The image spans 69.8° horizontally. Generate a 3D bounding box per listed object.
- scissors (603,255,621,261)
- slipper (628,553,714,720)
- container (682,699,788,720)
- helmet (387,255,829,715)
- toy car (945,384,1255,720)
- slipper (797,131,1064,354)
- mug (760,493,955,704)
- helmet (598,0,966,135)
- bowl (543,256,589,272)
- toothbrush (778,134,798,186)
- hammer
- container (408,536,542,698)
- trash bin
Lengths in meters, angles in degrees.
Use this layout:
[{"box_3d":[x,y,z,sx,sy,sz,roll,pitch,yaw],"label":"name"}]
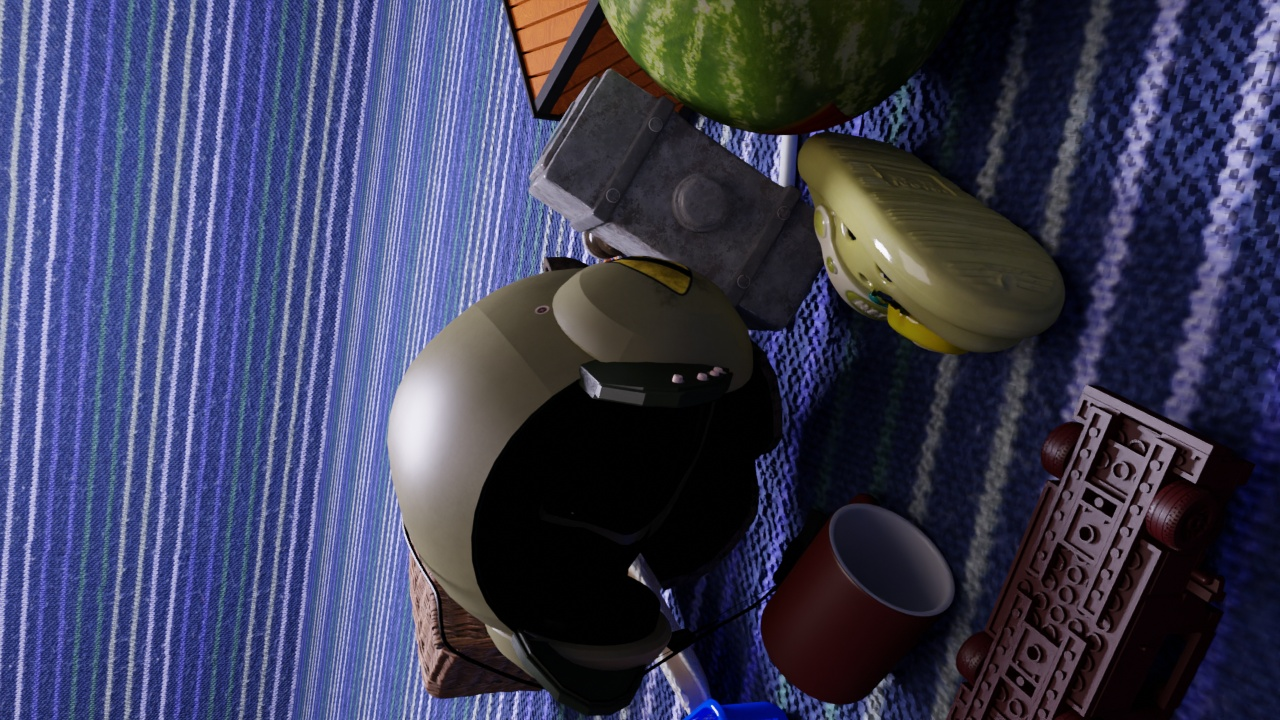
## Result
[{"box_3d":[-0.007,-0.090,0.853,0.125,0.011,0.131,-128,47,-54],"label":"scissors"},{"box_3d":[-0.001,0.149,0.712,0.115,0.052,0.262,79,164,-58],"label":"slipper"},{"box_3d":[0.067,0.280,0.582,0.096,0.058,0.114,-57,37,43],"label":"container"},{"box_3d":[-0.015,0.054,0.546,0.233,0.255,0.250,40,120,55],"label":"helmet"},{"box_3d":[0.187,0.100,0.372,0.070,0.061,0.170,44,124,58],"label":"toy car"},{"box_3d":[0.133,-0.057,0.485,0.190,0.091,0.082,-114,36,-50],"label":"slipper"},{"box_3d":[0.117,0.123,0.510,0.105,0.073,0.083,-78,11,-55],"label":"mug"},{"box_3d":[0.073,-0.243,0.487,0.247,0.213,0.243,88,170,-86],"label":"helmet"},{"box_3d":[-0.053,-0.043,0.875,0.121,0.056,0.121,168,91,-80],"label":"bowl"},{"box_3d":[0.100,-0.114,0.644,0.017,0.012,0.186,178,97,-67],"label":"toothbrush"},{"box_3d":[-0.004,-0.099,0.673,0.079,0.177,0.326,-59,14,-4],"label":"hammer"},{"box_3d":[-0.152,0.211,0.930,0.184,0.162,0.249,115,148,-41],"label":"container"},{"box_3d":[-0.004,-0.294,0.720,0.172,0.139,0.139,-45,54,51],"label":"trash bin"}]
